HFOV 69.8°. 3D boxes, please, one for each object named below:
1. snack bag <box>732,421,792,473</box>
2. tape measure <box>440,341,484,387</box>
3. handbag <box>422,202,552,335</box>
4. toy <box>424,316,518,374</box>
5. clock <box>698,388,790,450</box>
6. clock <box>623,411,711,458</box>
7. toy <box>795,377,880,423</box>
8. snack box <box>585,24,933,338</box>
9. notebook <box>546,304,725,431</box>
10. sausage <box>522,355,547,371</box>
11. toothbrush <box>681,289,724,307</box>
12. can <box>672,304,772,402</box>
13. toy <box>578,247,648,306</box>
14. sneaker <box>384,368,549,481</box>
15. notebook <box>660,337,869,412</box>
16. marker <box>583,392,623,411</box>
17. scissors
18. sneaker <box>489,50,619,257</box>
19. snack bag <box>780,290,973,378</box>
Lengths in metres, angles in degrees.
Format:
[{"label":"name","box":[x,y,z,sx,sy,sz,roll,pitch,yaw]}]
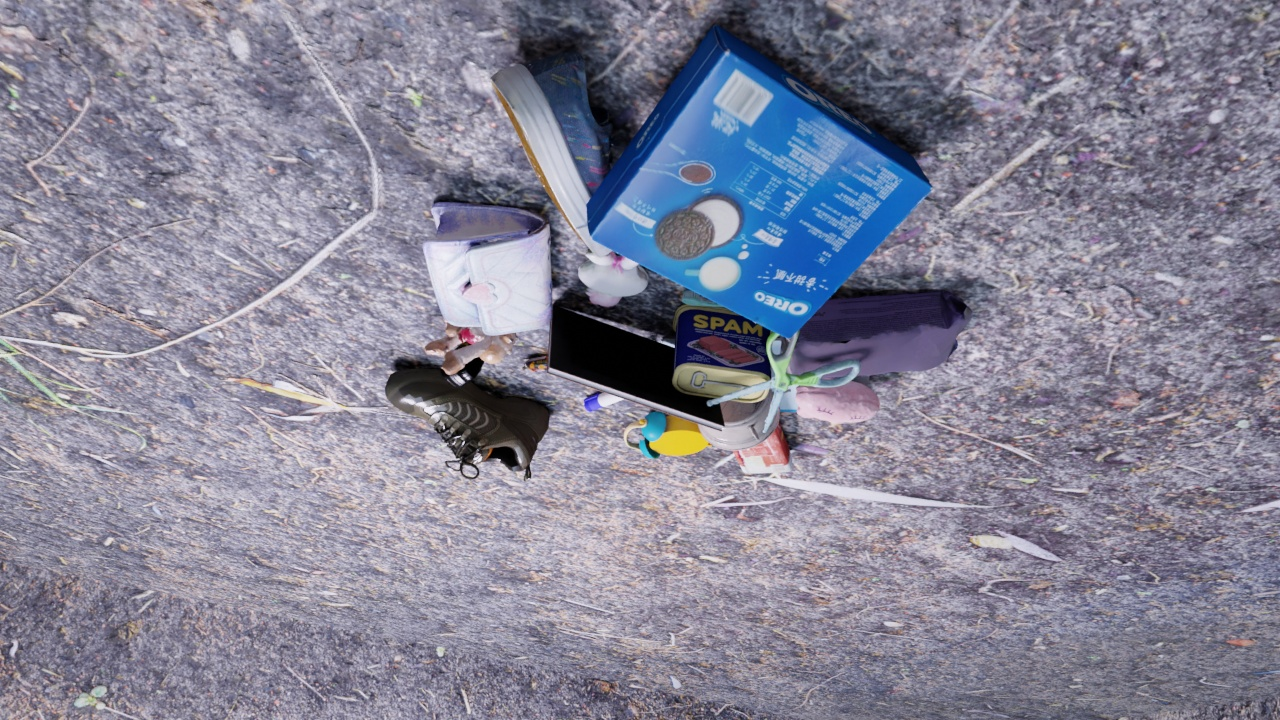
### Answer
[{"label":"snack bag","box":[0.157,0.103,1.272,0.077,0.041,0.225,-3,151,17]},{"label":"tape measure","box":[-0.224,0.006,1.172,0.061,0.061,0.034,-17,127,39]},{"label":"handbag","box":[-0.158,-0.095,0.988,0.126,0.069,0.159,4,147,1]},{"label":"toy","box":[-0.201,-0.024,1.123,0.105,0.074,0.085,1,-172,-31]},{"label":"clock","box":[0.099,0.046,1.140,0.157,0.103,0.061,20,151,31]},{"label":"clock","box":[0.041,0.108,1.315,0.129,0.043,0.099,0,150,-3]},{"label":"toy","box":[0.242,0.055,1.159,0.108,0.053,0.105,7,164,-4]},{"label":"snack box","box":[0.102,-0.142,0.800,0.238,0.056,0.196,24,123,-27]},{"label":"notebook","box":[-0.006,0.006,1.056,0.209,0.141,0.008,19,119,-15]},{"label":"sausage","box":[-0.085,-0.003,1.173,0.156,0.020,0.020,-9,146,25]},{"label":"toothbrush","box":[0.112,-0.062,1.041,0.135,0.017,0.022,9,149,-9]},{"label":"can","box":[0.094,-0.008,1.050,0.116,0.092,0.057,8,140,-3]},{"label":"toy","box":[-0.029,-0.095,0.989,0.079,0.038,0.123,1,151,-15]},{"label":"sneaker","box":[-0.248,0.108,1.270,0.237,0.142,0.101,20,148,-21]},{"label":"notebook","box":[0.163,0.022,1.175,0.254,0.009,0.181,0,149,12]},{"label":"marker","box":[-0.022,0.041,1.236,0.142,0.020,0.020,-22,139,39]},{"label":"scissors","box":[0.159,0.024,1.002,0.172,0.023,0.172,-5,138,-10]},{"label":"sneaker","box":[-0.056,-0.185,0.825,0.079,0.087,0.235,-33,148,-3]},{"label":"snack bag","box":[0.256,-0.024,1.018,0.205,0.058,0.096,-4,148,5]}]
